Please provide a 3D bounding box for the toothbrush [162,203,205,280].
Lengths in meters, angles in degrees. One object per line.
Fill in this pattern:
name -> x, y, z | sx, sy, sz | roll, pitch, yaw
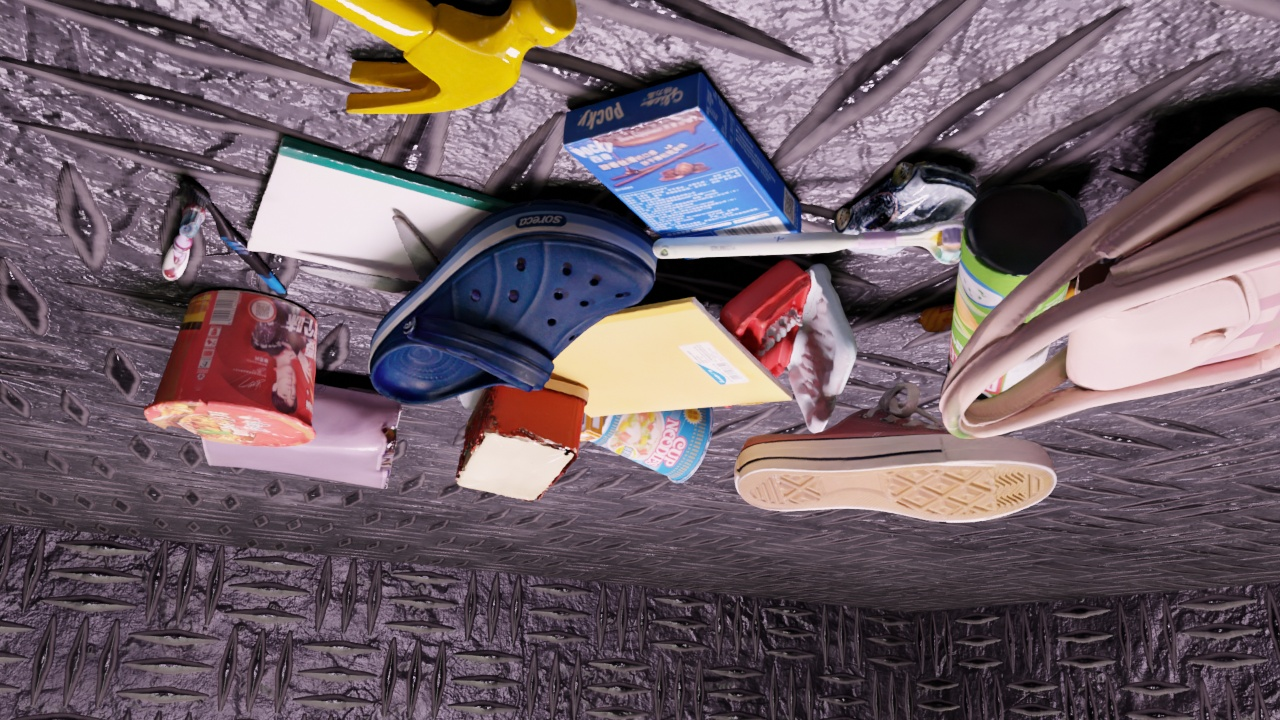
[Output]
toothbrush -> -0.335, -0.080, 0.667 | 0.016, 0.017, 0.188 | 19, 162, -28

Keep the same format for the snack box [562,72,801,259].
snack box -> 0.031, -0.109, 0.549 | 0.085, 0.026, 0.157 | -8, 158, 28

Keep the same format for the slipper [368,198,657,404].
slipper -> -0.103, -0.022, 0.642 | 0.253, 0.095, 0.105 | -26, 144, 30

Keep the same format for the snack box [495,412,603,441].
snack box -> -0.103, 0.050, 0.935 | 0.154, 0.075, 0.026 | -12, 155, 36

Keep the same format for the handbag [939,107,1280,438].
handbag -> 0.285, -0.022, 0.545 | 0.234, 0.093, 0.193 | -28, 151, 11

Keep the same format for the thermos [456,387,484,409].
thermos -> -0.058, 0.017, 0.853 | 0.220, 0.070, 0.070 | 1, 160, 7

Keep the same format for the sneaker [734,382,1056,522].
sneaker -> 0.195, 0.070, 0.726 | 0.241, 0.087, 0.118 | -2, 139, 17

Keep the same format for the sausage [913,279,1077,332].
sausage -> 0.291, -0.043, 0.703 | 0.165, 0.021, 0.021 | -11, 156, 33

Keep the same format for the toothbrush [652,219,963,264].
toothbrush -> 0.100, -0.072, 0.569 | 0.190, 0.020, 0.029 | 1, 124, 15

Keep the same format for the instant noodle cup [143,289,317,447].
instant noodle cup -> -0.346, 0.008, 0.804 | 0.138, 0.108, 0.138 | 3, 160, 1

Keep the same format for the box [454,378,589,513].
box -> -0.112, 0.077, 0.815 | 0.091, 0.077, 0.169 | 15, 154, -14

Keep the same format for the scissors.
scissors -> -0.143, -0.049, 0.717 | 0.233, 0.021, 0.221 | 5, 154, -11

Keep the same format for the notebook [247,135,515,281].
notebook -> -0.159, -0.088, 0.653 | 0.209, 0.012, 0.151 | 12, 157, -26

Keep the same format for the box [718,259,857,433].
box -> 0.123, 0.004, 0.738 | 0.095, 0.100, 0.202 | -39, 162, -10

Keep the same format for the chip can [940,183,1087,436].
chip can -> 0.255, -0.025, 0.643 | 0.072, 0.072, 0.236 | -2, 151, 14

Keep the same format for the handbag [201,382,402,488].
handbag -> -0.365, 0.071, 0.999 | 0.197, 0.098, 0.145 | 10, 161, -16

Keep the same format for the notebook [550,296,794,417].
notebook -> -0.004, 0.004, 0.723 | 0.207, 0.010, 0.146 | -7, 146, 38

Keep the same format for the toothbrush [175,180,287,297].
toothbrush -> -0.300, -0.083, 0.686 | 0.014, 0.016, 0.190 | 7, 161, 1

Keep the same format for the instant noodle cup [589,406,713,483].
instant noodle cup -> 0.004, 0.066, 0.953 | 0.110, 0.099, 0.099 | 19, 156, -21

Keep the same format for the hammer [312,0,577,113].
hammer -> -0.175, -0.182, 0.368 | 0.129, 0.032, 0.300 | -18, 152, 42

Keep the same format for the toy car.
toy car -> 0.163, -0.090, 0.577 | 0.049, 0.031, 0.106 | 12, 160, -19
